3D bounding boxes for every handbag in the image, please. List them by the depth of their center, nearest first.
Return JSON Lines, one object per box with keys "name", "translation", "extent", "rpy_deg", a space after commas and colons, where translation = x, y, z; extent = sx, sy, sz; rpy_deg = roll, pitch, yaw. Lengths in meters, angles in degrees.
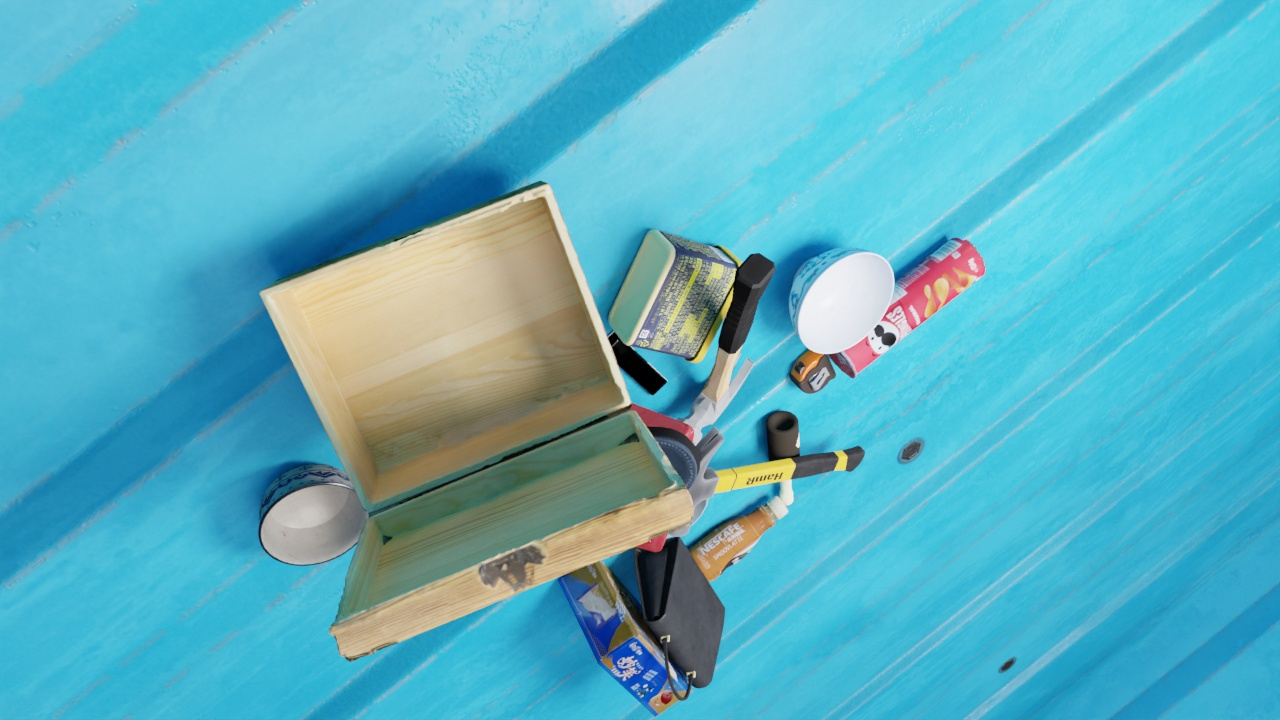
{"name": "handbag", "translation": [0.055, 0.382, 1.280], "extent": [0.072, 0.195, 0.176], "rpy_deg": [-18, 125, 17]}

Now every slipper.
{"name": "slipper", "translation": [-0.068, 0.133, 1.055], "extent": [0.266, 0.083, 0.109], "rpy_deg": [-3, 117, 19]}

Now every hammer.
{"name": "hammer", "translation": [0.103, -0.014, 1.068], "extent": [0.130, 0.039, 0.329], "rpy_deg": [-48, 165, -25]}
{"name": "hammer", "translation": [0.186, 0.152, 1.280], "extent": [0.323, 0.034, 0.170], "rpy_deg": [-5, 128, -29]}

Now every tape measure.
{"name": "tape measure", "translation": [0.240, 0.017, 1.271], "extent": [0.059, 0.038, 0.058], "rpy_deg": [-37, 133, -2]}

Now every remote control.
{"name": "remote control", "translation": [-0.007, 0.007, 1.135], "extent": [0.028, 0.012, 0.124], "rpy_deg": [-43, 133, 4]}

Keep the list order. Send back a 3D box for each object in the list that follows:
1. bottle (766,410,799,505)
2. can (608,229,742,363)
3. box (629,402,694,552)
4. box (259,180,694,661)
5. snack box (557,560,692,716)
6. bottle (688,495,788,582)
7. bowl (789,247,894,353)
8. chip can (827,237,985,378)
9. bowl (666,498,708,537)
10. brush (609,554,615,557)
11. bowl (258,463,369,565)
{"name": "bottle", "translation": [0.212, 0.151, 1.349], "extent": [0.045, 0.045, 0.185], "rpy_deg": [-25, 135, -13]}
{"name": "can", "translation": [0.040, -0.074, 1.062], "extent": [0.104, 0.075, 0.135], "rpy_deg": [11, 116, -33]}
{"name": "box", "translation": [-0.010, 0.141, 1.142], "extent": [0.097, 0.130, 0.158], "rpy_deg": [-51, 156, -59]}
{"name": "box", "translation": [-0.145, 0.037, 0.778], "extent": [0.279, 0.336, 0.286], "rpy_deg": [-22, 108, -6]}
{"name": "snack box", "translation": [-0.021, 0.394, 1.312], "extent": [0.069, 0.155, 0.203], "rpy_deg": [-35, 133, -3]}
{"name": "bottle", "translation": [0.148, 0.265, 1.384], "extent": [0.167, 0.059, 0.059], "rpy_deg": [-36, 133, -3]}
{"name": "bowl", "translation": [0.241, -0.089, 1.169], "extent": [0.143, 0.074, 0.144], "rpy_deg": [-16, 129, -21]}
{"name": "chip can", "translation": [0.360, -0.074, 1.254], "extent": [0.233, 0.073, 0.073], "rpy_deg": [-37, 133, -3]}
{"name": "bowl", "translation": [0.040, 0.195, 1.282], "extent": [0.106, 0.039, 0.106], "rpy_deg": [-16, 129, -21]}
{"name": "brush", "translation": [-0.067, 0.234, 1.266], "extent": [0.039, 0.012, 0.151], "rpy_deg": [-42, 133, 3]}
{"name": "bowl", "translation": [-0.361, 0.161, 1.005], "extent": [0.115, 0.059, 0.116], "rpy_deg": [-16, 129, -21]}
